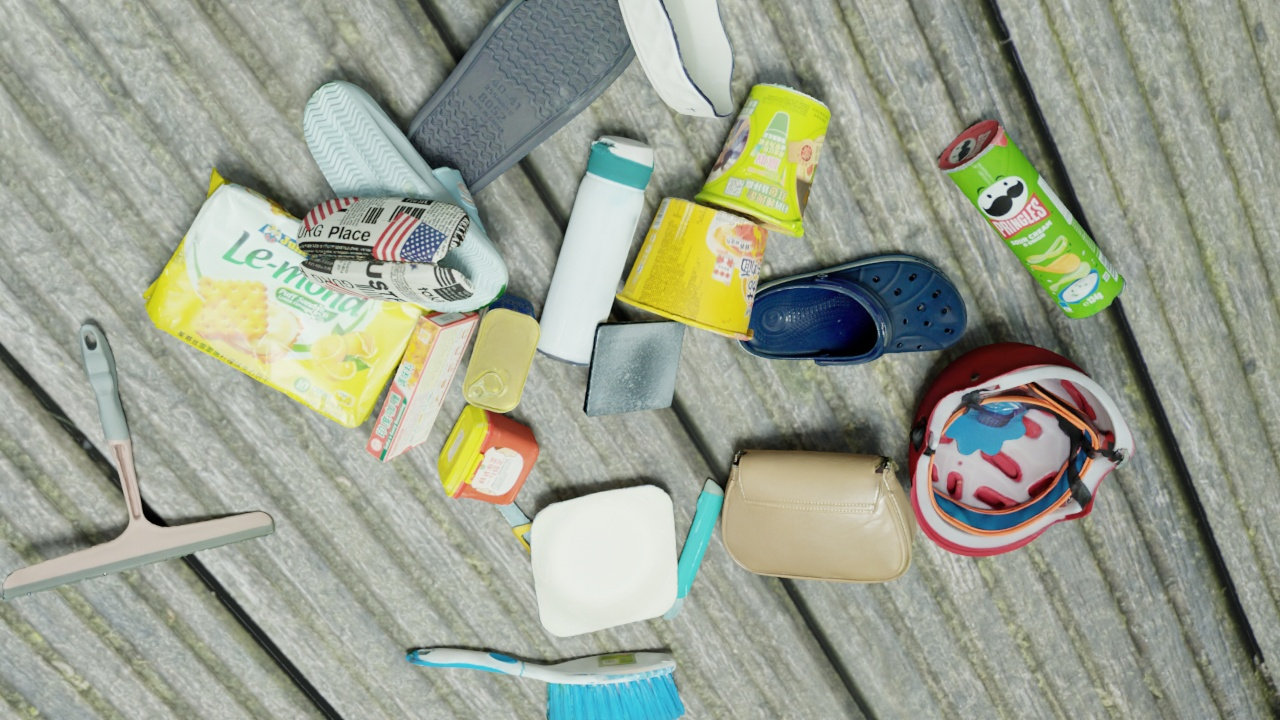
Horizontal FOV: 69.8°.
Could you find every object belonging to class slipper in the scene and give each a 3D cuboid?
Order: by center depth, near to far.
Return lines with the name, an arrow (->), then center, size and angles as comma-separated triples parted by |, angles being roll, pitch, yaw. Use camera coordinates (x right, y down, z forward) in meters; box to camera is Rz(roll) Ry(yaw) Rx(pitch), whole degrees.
slipper -> -0.212, -0.148, 0.842 | 0.104, 0.074, 0.245 | -36, 93, 31
slipper -> -0.113, -0.256, 0.847 | 0.269, 0.083, 0.110 | -36, 108, 23
slipper -> 0.222, -0.048, 0.952 | 0.253, 0.095, 0.105 | -4, 111, -4

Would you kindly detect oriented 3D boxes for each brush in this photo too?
brush -> -0.107, 0.373, 1.061 | 0.314, 0.060, 0.109 | -4, 103, -5

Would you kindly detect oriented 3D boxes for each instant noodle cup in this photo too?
instant noodle cup -> 0.125, -0.196, 0.886 | 0.111, 0.111, 0.123 | 19, 97, -14
instant noodle cup -> 0.057, -0.092, 0.896 | 0.138, 0.138, 0.110 | 17, 95, -14

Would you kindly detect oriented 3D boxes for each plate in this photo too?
plate -> 0.029, -0.307, 0.792 | 0.046, 0.204, 0.205 | -12, 111, 23
plate -> -0.041, 0.218, 1.017 | 0.164, 0.034, 0.164 | -8, 105, -16

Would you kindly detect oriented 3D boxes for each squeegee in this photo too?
squeegee -> -0.517, 0.084, 0.909 | 0.247, 0.040, 0.250 | -12, 104, -22

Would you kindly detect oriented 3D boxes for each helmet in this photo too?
helmet -> 0.388, 0.083, 0.995 | 0.207, 0.143, 0.241 | 21, 120, -8

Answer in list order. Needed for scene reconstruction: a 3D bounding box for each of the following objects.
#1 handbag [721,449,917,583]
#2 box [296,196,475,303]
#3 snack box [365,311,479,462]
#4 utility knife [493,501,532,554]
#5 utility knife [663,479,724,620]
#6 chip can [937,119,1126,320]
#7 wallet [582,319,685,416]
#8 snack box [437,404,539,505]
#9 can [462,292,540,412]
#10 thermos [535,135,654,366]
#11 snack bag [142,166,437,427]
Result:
handbag -> 0.191, 0.162, 0.992 | 0.205, 0.099, 0.148 | 1, 115, 21
box -> -0.218, -0.098, 0.795 | 0.162, 0.075, 0.086 | 7, 79, 21
snack box -> -0.214, 0.022, 0.904 | 0.027, 0.076, 0.156 | 31, 109, 10
utility knife -> -0.107, 0.221, 1.027 | 0.033, 0.015, 0.202 | -35, 109, 0
utility knife -> 0.059, 0.220, 1.053 | 0.029, 0.013, 0.183 | 16, 103, -10
chip can -> 0.412, -0.144, 0.960 | 0.236, 0.072, 0.072 | 42, 97, -19
wallet -> -0.006, 0.006, 0.944 | 0.120, 0.019, 0.097 | -5, 111, -42
snack box -> -0.156, 0.100, 0.949 | 0.080, 0.082, 0.091 | 24, 103, -25
can -> -0.138, -0.011, 0.912 | 0.057, 0.083, 0.102 | 16, 105, -13
thermos -> -0.043, -0.109, 0.906 | 0.073, 0.073, 0.224 | 15, 104, -13
snack bag -> -0.328, -0.054, 0.878 | 0.246, 0.068, 0.158 | 31, 101, -17
